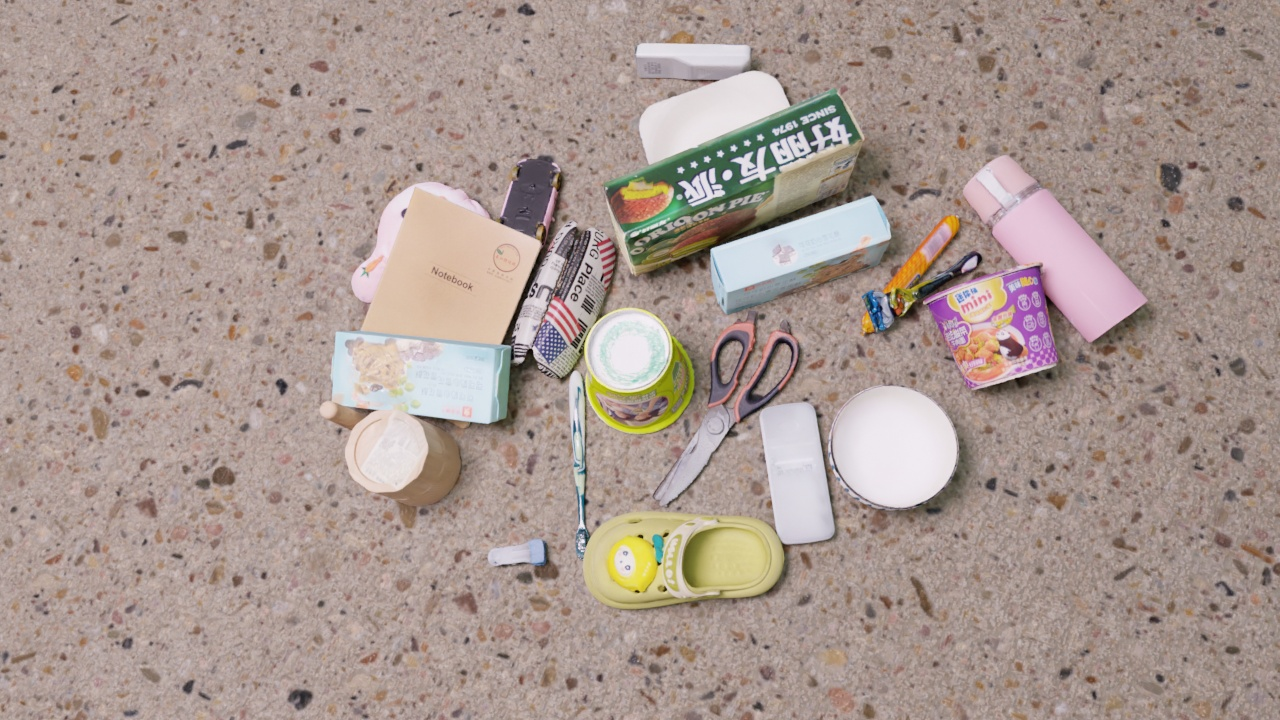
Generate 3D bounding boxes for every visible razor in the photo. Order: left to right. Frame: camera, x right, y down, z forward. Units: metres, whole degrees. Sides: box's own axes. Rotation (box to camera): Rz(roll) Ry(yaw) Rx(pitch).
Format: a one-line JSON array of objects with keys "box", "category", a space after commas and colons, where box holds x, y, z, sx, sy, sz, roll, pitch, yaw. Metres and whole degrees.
[{"box": [0.288, -0.075, 0.916, 0.142, 0.022, 0.043, -27, 107, -15], "category": "razor"}]

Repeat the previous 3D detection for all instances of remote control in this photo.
[{"box": [0.058, -0.324, 0.999, 0.125, 0.049, 0.024, 3, 79, 6], "category": "remote control"}, {"box": [0.152, 0.109, 0.894, 0.056, 0.020, 0.136, -8, 75, 4], "category": "remote control"}]

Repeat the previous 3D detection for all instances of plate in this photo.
[{"box": [0.092, -0.217, 0.975, 0.164, 0.034, 0.163, -19, 75, 0], "category": "plate"}]

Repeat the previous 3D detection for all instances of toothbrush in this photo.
[{"box": [-0.062, 0.102, 0.916, 0.016, 0.018, 0.191, -4, 76, 4], "category": "toothbrush"}]

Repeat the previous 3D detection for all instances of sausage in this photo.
[{"box": [0.274, -0.088, 0.933, 0.021, 0.021, 0.165, 39, 82, 13], "category": "sausage"}]

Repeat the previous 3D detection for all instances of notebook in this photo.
[{"box": [-0.204, -0.053, 0.937, 0.148, 0.008, 0.208, 25, 99, 8], "category": "notebook"}]

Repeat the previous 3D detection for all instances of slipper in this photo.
[{"box": [0.039, 0.181, 0.855, 0.190, 0.082, 0.091, -3, 73, 3], "category": "slipper"}]

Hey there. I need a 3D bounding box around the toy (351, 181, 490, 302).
[{"box": [-0.231, -0.113, 0.970, 0.121, 0.054, 0.159, 36, 89, 9], "category": "toy"}]

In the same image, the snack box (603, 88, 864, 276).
[{"box": [0.088, -0.167, 0.887, 0.240, 0.114, 0.063, -23, 76, 0], "category": "snack box"}]

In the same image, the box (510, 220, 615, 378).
[{"box": [-0.073, -0.060, 0.941, 0.087, 0.076, 0.162, 25, 75, -10], "category": "box"}]

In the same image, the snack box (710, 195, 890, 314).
[{"box": [0.157, -0.104, 0.920, 0.175, 0.074, 0.051, -19, 76, 0], "category": "snack box"}]

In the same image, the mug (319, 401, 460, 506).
[{"box": [-0.244, 0.084, 0.892, 0.124, 0.103, 0.084, 33, 81, 12], "category": "mug"}]

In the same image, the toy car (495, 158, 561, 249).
[{"box": [-0.119, -0.161, 0.980, 0.056, 0.037, 0.122, 10, 64, 5], "category": "toy car"}]

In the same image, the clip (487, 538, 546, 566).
[{"box": [-0.121, 0.190, 0.899, 0.058, 0.038, 0.026, -7, 77, 2], "category": "clip"}]

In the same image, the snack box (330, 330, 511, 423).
[{"box": [-0.218, 0.015, 0.913, 0.175, 0.051, 0.074, 6, 94, 12], "category": "snack box"}]

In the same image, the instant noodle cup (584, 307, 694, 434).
[{"box": [-0.005, 0.005, 0.881, 0.112, 0.123, 0.111, -1, 75, 4], "category": "instant noodle cup"}]

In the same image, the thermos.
[{"box": [0.399, -0.113, 0.897, 0.067, 0.087, 0.198, -41, 76, 24], "category": "thermos"}]

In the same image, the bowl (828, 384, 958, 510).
[{"box": [0.234, 0.086, 0.869, 0.116, 0.066, 0.116, -1, 75, 4], "category": "bowl"}]

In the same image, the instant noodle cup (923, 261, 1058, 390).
[{"box": [0.339, -0.029, 0.873, 0.111, 0.111, 0.099, -16, 82, 0], "category": "instant noodle cup"}]

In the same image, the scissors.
[{"box": [0.071, 0.046, 0.921, 0.208, 0.015, 0.185, -19, 76, 0], "category": "scissors"}]
